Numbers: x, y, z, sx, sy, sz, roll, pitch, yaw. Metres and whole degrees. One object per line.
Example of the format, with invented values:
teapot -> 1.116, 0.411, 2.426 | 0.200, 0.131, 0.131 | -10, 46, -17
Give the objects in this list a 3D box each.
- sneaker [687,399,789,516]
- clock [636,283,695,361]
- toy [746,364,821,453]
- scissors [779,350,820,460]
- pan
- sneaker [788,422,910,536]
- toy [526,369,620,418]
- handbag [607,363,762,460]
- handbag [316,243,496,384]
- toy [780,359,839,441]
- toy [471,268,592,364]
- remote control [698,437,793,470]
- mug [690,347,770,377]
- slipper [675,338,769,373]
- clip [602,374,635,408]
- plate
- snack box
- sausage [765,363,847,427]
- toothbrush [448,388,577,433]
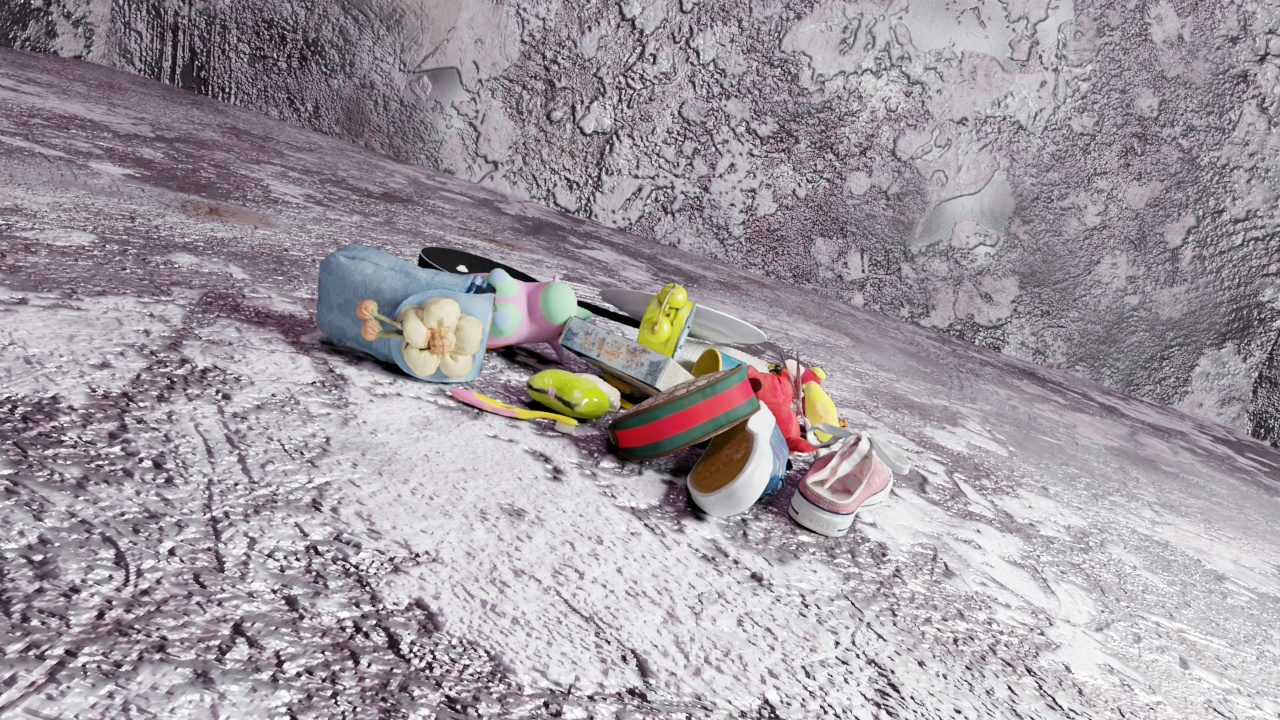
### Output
sneaker -> 0.109, 0.111, 0.919 | 0.079, 0.088, 0.235 | 52, 17, -4
clock -> 0.034, -0.047, 1.139 | 0.057, 0.083, 0.119 | 21, -22, 8
toy -> 0.165, 0.063, 1.106 | 0.088, 0.094, 0.133 | 9, 18, -34
scissors -> 0.200, 0.065, 1.143 | 0.014, 0.142, 0.174 | -10, 52, -8
pan -> -0.157, -0.089, 1.354 | 0.355, 0.044, 0.204 | 19, 14, -11
sneaker -> 0.225, 0.114, 0.984 | 0.118, 0.088, 0.240 | 23, 15, 20
toy -> -0.067, 0.037, 1.019 | 0.092, 0.043, 0.117 | 22, 11, 27
handbag -> 0.045, 0.051, 0.956 | 0.166, 0.063, 0.138 | -24, 7, -23
handbag -> -0.250, -0.047, 0.960 | 0.192, 0.122, 0.118 | 18, 24, 2
toy -> 0.236, 0.059, 1.246 | 0.067, 0.106, 0.137 | -22, 35, 0
toy -> -0.178, -0.059, 1.139 | 0.222, 0.120, 0.171 | -5, -8, 3
remote control -> 0.102, 0.096, 1.051 | 0.152, 0.020, 0.041 | 18, 12, -3
mug -> 0.136, 0.037, 1.230 | 0.121, 0.078, 0.078 | 17, 12, -23
slipper -> 0.111, 0.014, 1.325 | 0.272, 0.054, 0.114 | 14, 16, -36
clip -> -0.036, 0.035, 1.099 | 0.054, 0.045, 0.048 | 32, -6, 43
plate -> 0.057, -0.054, 1.286 | 0.242, 0.016, 0.242 | 16, -6, 1
snack box -> -0.007, 0.007, 1.129 | 0.145, 0.042, 0.144 | 24, -6, 26
sausage -> 0.242, 0.053, 1.318 | 0.155, 0.020, 0.020 | 40, 15, 1
toothbrush -> -0.131, 0.051, 0.939 | 0.135, 0.016, 0.021 | 15, 15, -2
